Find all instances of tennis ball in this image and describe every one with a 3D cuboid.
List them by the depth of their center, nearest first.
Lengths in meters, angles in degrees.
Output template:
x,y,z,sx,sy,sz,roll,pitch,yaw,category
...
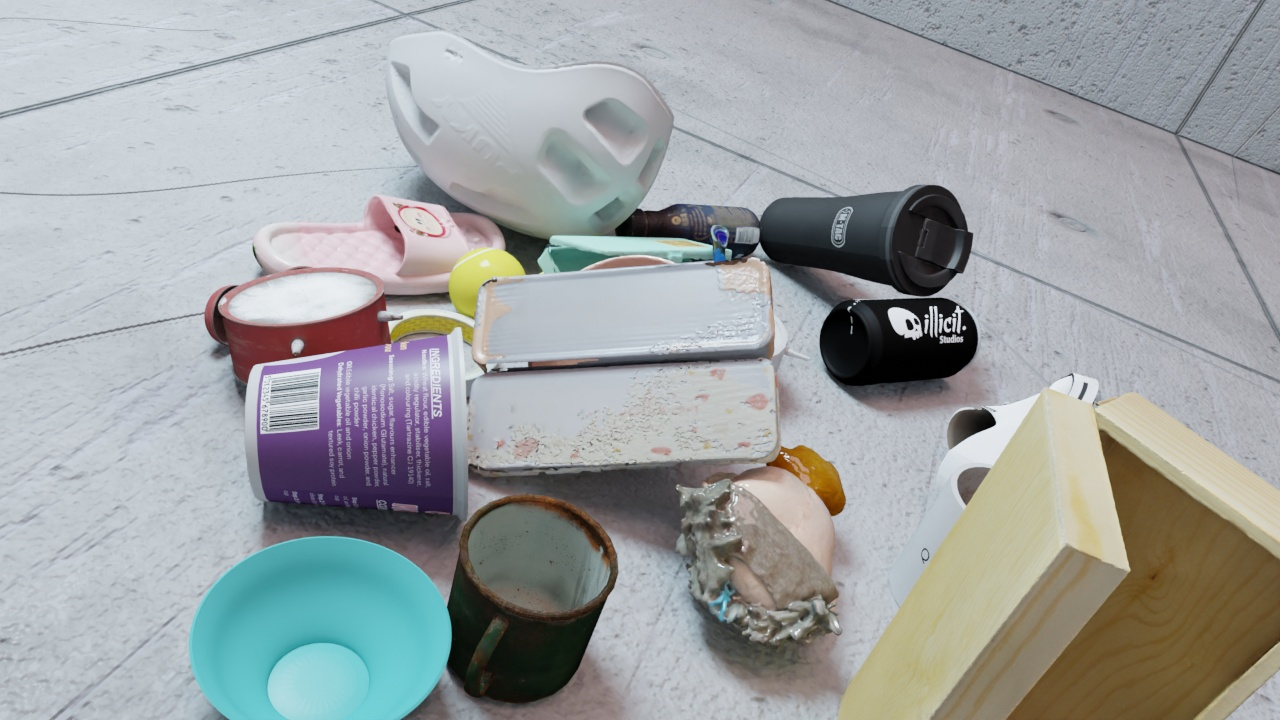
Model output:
x,y,z,sx,sy,sz,roll,pitch,yaw,category
-0.127,-0.061,0.766,0.065,0.065,0.065,13,34,-9,tennis ball

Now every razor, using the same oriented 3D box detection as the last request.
x,y,z,sx,sy,sz,roll,pitch,yaw,category
0.067,-0.078,0.804,0.044,0.018,0.140,12,45,-5,razor

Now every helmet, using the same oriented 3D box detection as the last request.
x,y,z,sx,sy,sz,roll,pitch,yaw,category
-0.119,-0.225,0.881,0.282,0.183,0.224,33,-3,9,helmet

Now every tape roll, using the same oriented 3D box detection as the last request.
x,y,z,sx,sy,sz,roll,pitch,yaw,category
-0.157,-0.006,0.714,0.094,0.019,0.093,13,34,-9,tape roll

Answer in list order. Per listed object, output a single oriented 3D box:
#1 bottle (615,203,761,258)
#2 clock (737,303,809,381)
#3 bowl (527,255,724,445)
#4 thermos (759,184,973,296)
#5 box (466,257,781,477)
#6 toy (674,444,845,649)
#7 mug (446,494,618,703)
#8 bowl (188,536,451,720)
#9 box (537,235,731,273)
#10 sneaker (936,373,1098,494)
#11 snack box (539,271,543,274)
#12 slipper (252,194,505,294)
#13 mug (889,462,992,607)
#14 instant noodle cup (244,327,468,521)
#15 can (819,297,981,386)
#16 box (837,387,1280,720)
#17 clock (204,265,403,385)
x,y,z,sx,sy,sz,roll,pitch,yaw,category
0.051,-0.138,0.972,0.160,0.056,0.056,-2,39,-29,bottle
0.056,-0.009,0.793,0.159,0.061,0.119,-3,41,-22,clock
-0.004,0.004,0.697,0.153,0.076,0.152,-5,67,11,bowl
0.220,-0.129,0.946,0.105,0.106,0.219,-6,13,-33,thermos
-0.014,0.006,0.636,0.216,0.043,0.150,-3,70,10,box
0.085,0.114,0.609,0.132,0.076,0.175,50,40,2,toy
-0.067,0.138,0.493,0.085,0.081,0.110,24,34,7,mug
-0.160,0.150,0.462,0.121,0.046,0.121,13,34,-9,bowl
0.005,-0.093,0.823,0.188,0.080,0.077,-7,62,-48,box
0.321,0.070,0.794,0.097,0.091,0.244,22,32,31,sneaker
-0.052,-0.070,0.851,0.061,0.026,0.148,29,35,14,snack box
-0.215,-0.100,0.786,0.221,0.056,0.107,-11,45,-38,slipper
0.244,0.144,0.625,0.119,0.097,0.082,40,39,28,mug
-0.172,0.036,0.569,0.121,0.122,0.136,-2,47,-13,instant noodle cup
0.249,-0.019,0.878,0.145,0.080,0.080,-3,40,-30,can
0.190,0.146,0.459,0.184,0.249,0.141,4,35,-21,box
-0.247,-0.024,0.658,0.157,0.062,0.109,22,34,38,clock
